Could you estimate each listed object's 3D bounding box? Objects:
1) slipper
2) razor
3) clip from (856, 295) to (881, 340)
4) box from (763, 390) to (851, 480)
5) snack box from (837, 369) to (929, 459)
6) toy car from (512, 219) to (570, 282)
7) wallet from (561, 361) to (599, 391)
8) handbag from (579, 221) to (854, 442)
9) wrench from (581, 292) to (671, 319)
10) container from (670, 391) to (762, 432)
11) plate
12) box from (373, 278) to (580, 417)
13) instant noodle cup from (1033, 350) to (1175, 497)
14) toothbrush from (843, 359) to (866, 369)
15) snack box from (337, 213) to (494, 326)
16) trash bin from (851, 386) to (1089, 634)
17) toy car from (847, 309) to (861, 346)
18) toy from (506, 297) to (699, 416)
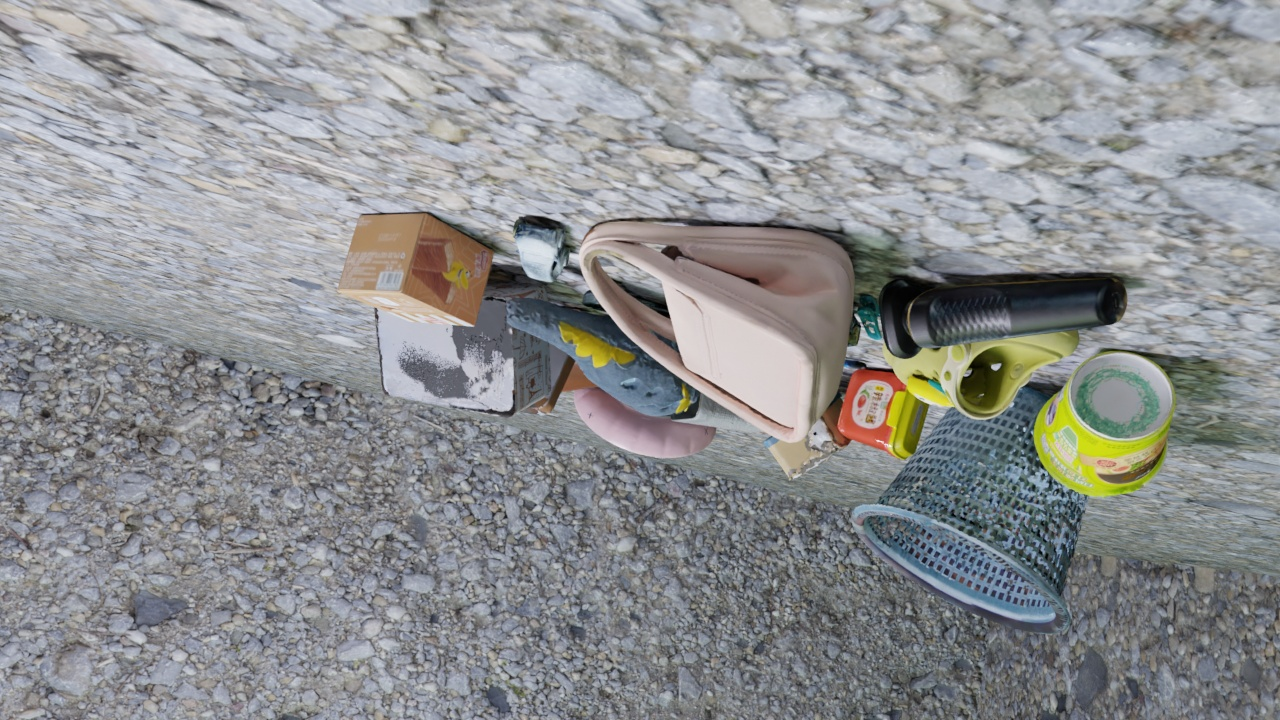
[{"bbox_3d":[0.273,0.005,0.763,0.091,0.081,0.191,18,166,-18],"label":"slipper"},{"bbox_3d":[0.255,-0.036,0.659,0.168,0.062,0.067,-4,-168,41],"label":"razor"},{"bbox_3d":[0.196,-0.038,0.779,0.014,0.040,0.056,4,163,30],"label":"clip"},{"bbox_3d":[0.215,0.088,1.126,0.090,0.061,0.184,-35,175,16],"label":"box"},{"bbox_3d":[0.270,0.057,1.021,0.080,0.091,0.082,14,172,34],"label":"snack box"},{"bbox_3d":[-0.086,-0.093,0.784,0.043,0.034,0.091,15,169,2],"label":"toy car"},{"bbox_3d":[-0.077,0.009,1.117,0.125,0.032,0.101,-7,159,31],"label":"wallet"},{"bbox_3d":[0.050,-0.040,0.735,0.234,0.093,0.193,22,157,20],"label":"handbag"},{"bbox_3d":[0.073,-0.037,0.945,0.273,0.016,0.056,12,173,4],"label":"wrench"},{"bbox_3d":[0.109,0.039,1.120,0.114,0.090,0.090,13,171,-18],"label":"container"},{"bbox_3d":[0.011,0.051,1.191,0.192,0.039,0.192,12,-148,-8],"label":"plate"},{"bbox_3d":[-0.165,-0.023,1.022,0.183,0.153,0.177,8,-159,23],"label":"box"},{"bbox_3d":[0.406,0.050,0.796,0.112,0.111,0.123,8,162,22],"label":"instant noodle cup"},{"bbox_3d":[0.153,-0.010,1.007,0.189,0.014,0.016,10,146,11],"label":"toothbrush"},{"bbox_3d":[-0.208,-0.084,0.854,0.093,0.077,0.094,5,167,35],"label":"snack box"},{"bbox_3d":[0.365,0.138,0.952,0.226,0.194,0.227,30,162,11],"label":"trash bin"},{"bbox_3d":[0.154,-0.042,0.770,0.049,0.031,0.105,9,159,28],"label":"toy car"},{"bbox_3d":[-0.006,0.006,0.977,0.138,0.091,0.356,13,170,26],"label":"toy"}]
